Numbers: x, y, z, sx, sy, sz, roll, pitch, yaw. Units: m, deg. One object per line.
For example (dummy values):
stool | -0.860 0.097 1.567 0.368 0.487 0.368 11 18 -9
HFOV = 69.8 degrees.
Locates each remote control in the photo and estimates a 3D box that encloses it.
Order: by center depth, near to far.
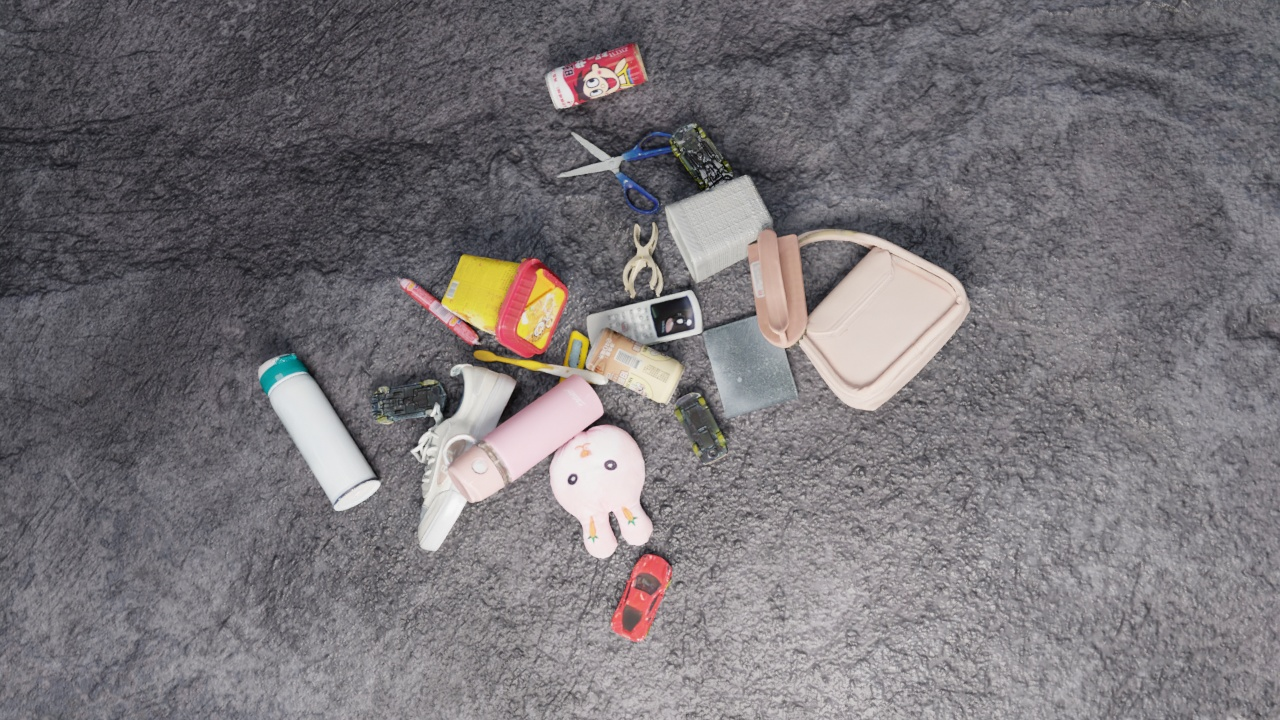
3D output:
remote control | 0.005 -0.048 1.194 0.150 0.021 0.058 -14 78 7

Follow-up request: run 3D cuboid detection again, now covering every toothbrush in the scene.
toothbrush | -0.131 0.010 1.198 0.191 0.018 0.016 11 78 16

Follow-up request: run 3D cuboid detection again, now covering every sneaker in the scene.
sneaker | -0.244 0.117 1.163 0.090 0.089 0.242 23 80 -8

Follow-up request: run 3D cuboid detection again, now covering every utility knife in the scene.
utility knife | -0.097 0.036 1.197 0.033 0.015 0.153 11 81 9

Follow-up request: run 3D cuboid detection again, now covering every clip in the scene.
clip | -0.008 -0.128 1.205 0.084 0.035 0.104 -20 68 12

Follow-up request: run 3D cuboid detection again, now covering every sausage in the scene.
sausage | -0.273 -0.068 1.243 0.156 0.020 0.020 38 87 13

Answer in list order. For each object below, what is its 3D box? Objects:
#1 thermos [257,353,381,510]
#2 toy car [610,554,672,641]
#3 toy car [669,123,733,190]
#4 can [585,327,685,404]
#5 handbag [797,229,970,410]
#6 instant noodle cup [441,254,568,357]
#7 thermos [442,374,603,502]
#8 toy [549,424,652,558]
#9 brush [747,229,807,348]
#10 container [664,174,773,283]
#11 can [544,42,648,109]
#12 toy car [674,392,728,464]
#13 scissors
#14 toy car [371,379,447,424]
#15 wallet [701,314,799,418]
thermos | -0.432 0.090 1.217 0.073 0.073 0.224 -37 76 1
toy car | 0.002 0.290 1.128 0.049 0.031 0.106 23 82 11
toy car | 0.081 -0.265 1.216 0.048 0.032 0.105 -35 79 1
can | -0.007 0.007 1.157 0.116 0.058 0.058 25 84 0
handbag | 0.261 -0.072 1.136 0.193 0.093 0.234 -46 68 -1
instant noodle cup | -0.178 -0.078 1.189 0.124 0.116 0.116 18 82 23
thermos | -0.147 0.089 1.126 0.198 0.067 0.087 -35 77 -21
toy | -0.045 0.162 1.148 0.121 0.054 0.159 -23 81 4
brush | 0.165 -0.083 1.103 0.063 0.073 0.145 -11 64 18
container | 0.102 -0.169 1.169 0.114 0.090 0.090 -24 77 0
can | -0.060 -0.387 1.251 0.133 0.053 0.053 -16 77 6
toy car | 0.076 0.085 1.151 0.042 0.035 0.090 -27 76 2
scissors | -0.024 -0.264 1.244 0.175 0.012 0.162 -28 77 4
toy car | -0.306 0.056 1.219 0.106 0.031 0.049 -9 79 9
wallet | 0.139 0.004 1.166 0.097 0.019 0.120 -16 76 7
